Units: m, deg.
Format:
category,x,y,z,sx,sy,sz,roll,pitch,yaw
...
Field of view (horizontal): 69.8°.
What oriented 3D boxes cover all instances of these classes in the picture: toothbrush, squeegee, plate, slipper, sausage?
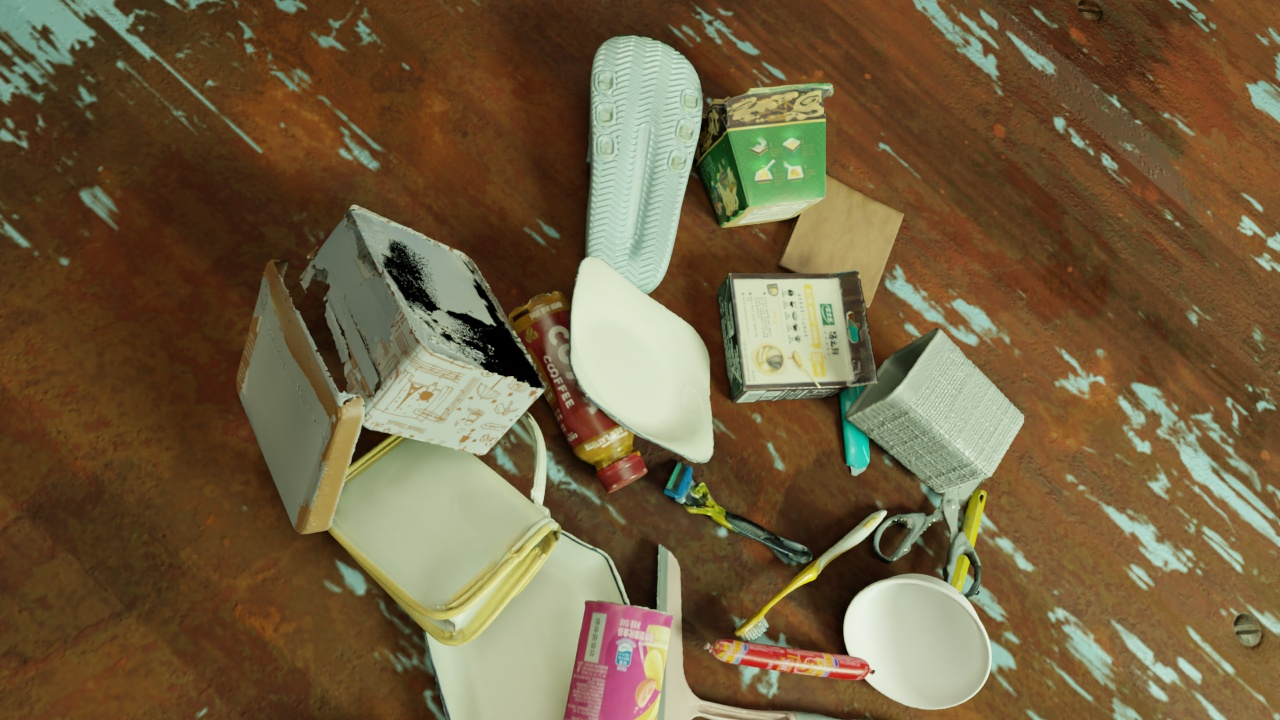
category,x,y,z,sx,sy,sz,roll,pitch,yaw
toothbrush,0.286,0.203,0.825,0.015,0.017,0.189,25,69,-6
squeegee,0.119,0.295,0.748,0.249,0.040,0.247,14,52,-14
plate,-0.069,0.266,0.718,0.161,0.034,0.265,-17,77,-17
slipper,-0.002,-0.178,0.854,0.104,0.074,0.245,6,88,-3
toothbrush,0.152,0.183,0.791,0.191,0.016,0.018,-31,88,-28
sausage,0.123,0.244,0.747,0.155,0.020,0.020,13,70,-16
plate,-0.005,0.005,0.777,0.164,0.034,0.163,34,38,-29

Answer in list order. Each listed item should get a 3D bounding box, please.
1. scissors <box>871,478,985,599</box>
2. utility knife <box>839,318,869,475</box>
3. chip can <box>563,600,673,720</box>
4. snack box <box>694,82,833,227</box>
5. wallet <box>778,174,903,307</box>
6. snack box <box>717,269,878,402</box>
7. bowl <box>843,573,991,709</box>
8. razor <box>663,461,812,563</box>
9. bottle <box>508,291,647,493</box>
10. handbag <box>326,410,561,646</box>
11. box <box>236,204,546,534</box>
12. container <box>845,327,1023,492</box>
category,x,y,z,sx,sy,sz,roll,pitch,yaw
scissors,0.281,0.137,0.837,0.175,0.014,0.159,-15,62,-8
utility knife,0.197,0.030,0.863,0.029,0.013,0.157,1,75,-9
chip can,-0.026,0.284,0.663,0.071,0.071,0.210,14,70,-8
snack box,0.117,-0.188,0.870,0.117,0.118,0.105,-10,87,-15
wallet,0.199,-0.120,0.908,0.101,0.020,0.115,26,72,-4
snack box,0.142,-0.023,0.845,0.125,0.053,0.113,-1,73,-13
bowl,0.238,0.224,0.775,0.118,0.119,0.064,51,33,6
razor,0.085,0.139,0.798,0.143,0.022,0.042,29,38,0
bottle,-0.052,0.028,0.784,0.057,0.058,0.175,-26,79,-19
handbag,-0.136,0.110,0.714,0.163,0.063,0.178,33,60,27
box,-0.210,0.018,0.702,0.193,0.156,0.183,-48,52,18
container,0.265,0.049,0.820,0.114,0.090,0.090,42,64,-1
